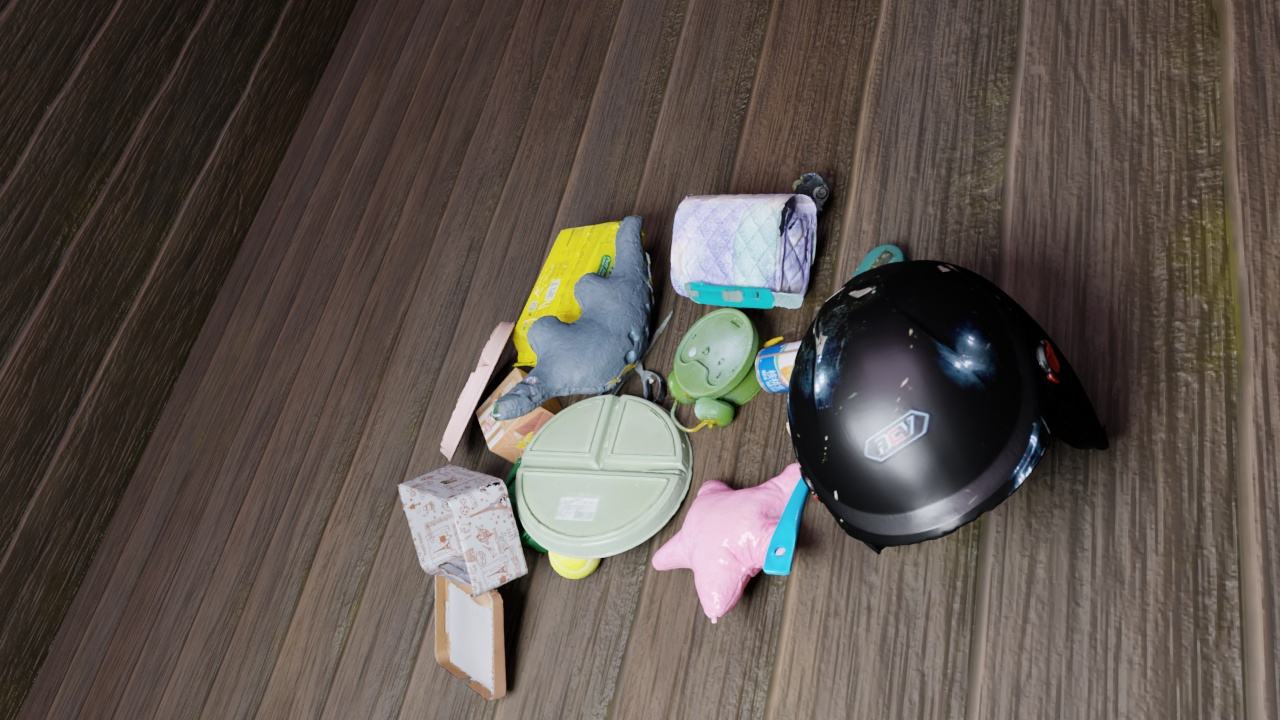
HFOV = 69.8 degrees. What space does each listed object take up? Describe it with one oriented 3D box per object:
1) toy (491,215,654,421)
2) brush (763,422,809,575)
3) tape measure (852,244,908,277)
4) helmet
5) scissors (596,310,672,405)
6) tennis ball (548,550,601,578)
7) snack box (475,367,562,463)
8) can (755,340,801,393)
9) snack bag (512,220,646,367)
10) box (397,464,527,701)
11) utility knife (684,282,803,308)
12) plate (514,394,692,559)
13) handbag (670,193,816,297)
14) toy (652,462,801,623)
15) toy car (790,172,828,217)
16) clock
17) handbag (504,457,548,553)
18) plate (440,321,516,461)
[{"bbox_3d":[-0.062,-0.035,1.208,0.355,0.138,0.092,-54,16,-26],"label":"toy"},{"bbox_3d":[0.163,0.108,0.897,0.083,0.046,0.253,-3,36,29],"label":"brush"},{"bbox_3d":[0.269,-0.103,1.017,0.058,0.025,0.054,30,88,52],"label":"tape measure"},{"bbox_3d":[0.238,0.036,0.786,0.234,0.230,0.274,-35,4,25],"label":"helmet"},{"bbox_3d":[-0.007,0.007,1.248,0.160,0.014,0.176,-36,39,21],"label":"scissors"},{"bbox_3d":[-0.079,0.232,1.116,0.066,0.065,0.065,-27,46,32],"label":"tennis ball"},{"bbox_3d":[-0.168,0.083,1.309,0.094,0.077,0.092,-47,39,11],"label":"snack box"},{"bbox_3d":[0.194,0.002,0.998,0.135,0.053,0.053,-11,56,42],"label":"can"},{"bbox_3d":[-0.096,-0.097,1.336,0.158,0.068,0.246,2,65,49],"label":"snack bag"},{"bbox_3d":[-0.217,0.276,1.161,0.178,0.088,0.262,2,106,55],"label":"box"},{"bbox_3d":[0.117,-0.076,1.084,0.013,0.029,0.193,-25,21,-36],"label":"utility knife"},{"bbox_3d":[-0.050,0.132,1.118,0.230,0.027,0.229,-12,49,14],"label":"plate"},{"bbox_3d":[0.124,-0.139,1.136,0.194,0.075,0.134,13,103,49],"label":"handbag"},{"bbox_3d":[0.088,0.190,0.954,0.195,0.074,0.178,-20,36,42],"label":"toy"},{"bbox_3d":[0.199,-0.182,1.142,0.049,0.031,0.105,37,103,50],"label":"toy car"},{"bbox_3d":[0.091,0.014,1.098,0.161,0.056,0.116,-53,37,4],"label":"clock"},{"bbox_3d":[-0.138,0.187,1.195,0.132,0.068,0.120,-7,63,55],"label":"handbag"},{"bbox_3d":[-0.245,0.041,1.371,0.229,0.028,0.229,-157,92,-83],"label":"plate"}]
